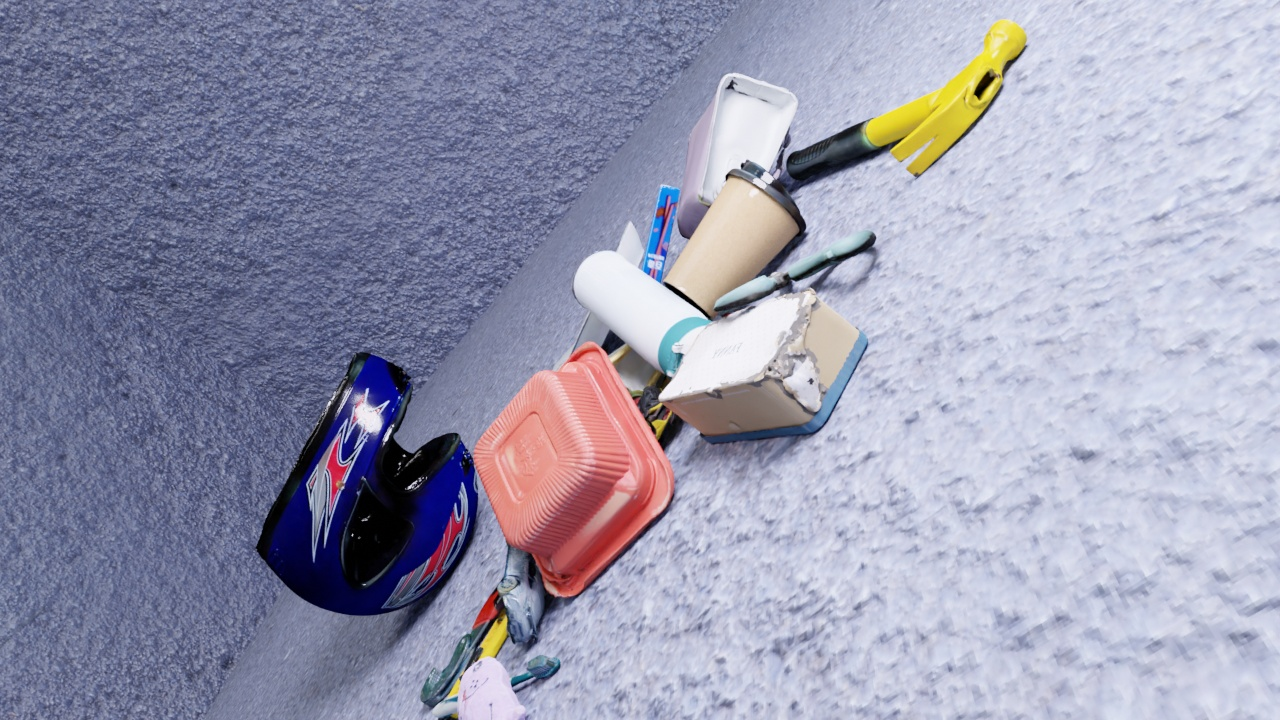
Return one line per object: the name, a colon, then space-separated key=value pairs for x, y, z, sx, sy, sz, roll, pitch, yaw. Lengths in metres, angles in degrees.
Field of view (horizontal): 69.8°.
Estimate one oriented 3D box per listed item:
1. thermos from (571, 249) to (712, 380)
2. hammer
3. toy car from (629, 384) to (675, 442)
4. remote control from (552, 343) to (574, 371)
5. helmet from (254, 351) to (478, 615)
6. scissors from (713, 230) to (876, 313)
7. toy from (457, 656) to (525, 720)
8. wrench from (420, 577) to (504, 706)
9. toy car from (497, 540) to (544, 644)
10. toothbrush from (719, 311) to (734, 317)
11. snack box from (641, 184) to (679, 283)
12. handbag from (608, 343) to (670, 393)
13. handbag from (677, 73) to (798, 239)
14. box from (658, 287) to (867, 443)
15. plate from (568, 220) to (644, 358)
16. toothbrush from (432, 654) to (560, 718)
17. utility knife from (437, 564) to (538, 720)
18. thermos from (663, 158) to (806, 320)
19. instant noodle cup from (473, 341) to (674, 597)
thermos: x=0.012 y=-0.039 z=0.861 sx=0.073 sy=0.073 sz=0.224 roll=-52 pitch=37 yaw=3
hammer: x=0.214 y=-0.207 z=0.835 sx=0.128 sy=0.033 sz=0.301 roll=-54 pitch=14 yaw=-11
toy car: x=-0.020 y=0.089 z=0.844 sx=0.156 sy=0.041 sz=0.071 roll=-54 pitch=13 yaw=17
remote control: x=-0.114 y=0.027 z=1.328 sx=0.056 sy=0.019 sz=0.134 roll=-46 pitch=16 yaw=24
helmet: x=-0.327 y=0.174 z=1.184 sx=0.315 sy=0.240 sz=0.247 roll=-63 pitch=15 yaw=1
scissors: x=0.132 y=-0.074 z=0.747 sx=0.170 sy=0.019 sz=0.177 roll=-25 pitch=-1 yaw=17
toy: x=-0.117 y=0.274 z=0.703 sx=0.084 sy=0.039 sz=0.108 roll=-65 pitch=27 yaw=5
wrench: x=-0.137 y=0.230 z=0.929 sx=0.273 sy=0.016 sz=0.056 roll=-56 pitch=19 yaw=-9
toy car: x=-0.105 y=0.199 z=0.823 sx=0.037 sy=0.054 sz=0.120 roll=-8 pitch=27 yaw=-2
toothbrush: x=0.087 y=-0.044 z=0.878 sx=0.017 sy=0.016 sz=0.187 roll=-43 pitch=16 yaw=6
snack box: x=0.018 y=-0.127 z=1.112 sx=0.084 sy=0.026 sz=0.157 roll=107 pitch=175 yaw=-88
handbag: x=-0.006 y=0.006 z=0.994 sx=0.178 sy=0.063 sz=0.164 roll=-45 pitch=7 yaw=-37
handbag: x=0.099 y=-0.213 z=1.025 sx=0.197 sy=0.098 sz=0.145 roll=155 pitch=134 yaw=-84
box: x=0.082 y=0.009 z=0.683 sx=0.089 sy=0.062 sz=0.185 roll=-57 pitch=13 yaw=-17
plate: x=-0.049 y=-0.064 z=1.194 sx=0.267 sy=0.034 sz=0.161 roll=119 pitch=174 yaw=-50
toothbrush: x=-0.127 y=0.274 z=0.767 sx=0.192 sy=0.018 sz=0.016 roll=-34 pitch=33 yaw=39
utility knife: x=-0.141 y=0.264 z=0.858 sx=0.173 sy=0.015 sz=0.033 roll=-59 pitch=19 yaw=-20
thermos: x=0.088 y=-0.112 z=0.872 sx=0.143 sy=0.093 sz=0.093 roll=-51 pitch=14 yaw=-1
instant noodle cup: x=-0.070 y=0.090 z=0.785 sx=0.165 sy=0.079 sz=0.188 roll=-49 pitch=50 yaw=21
